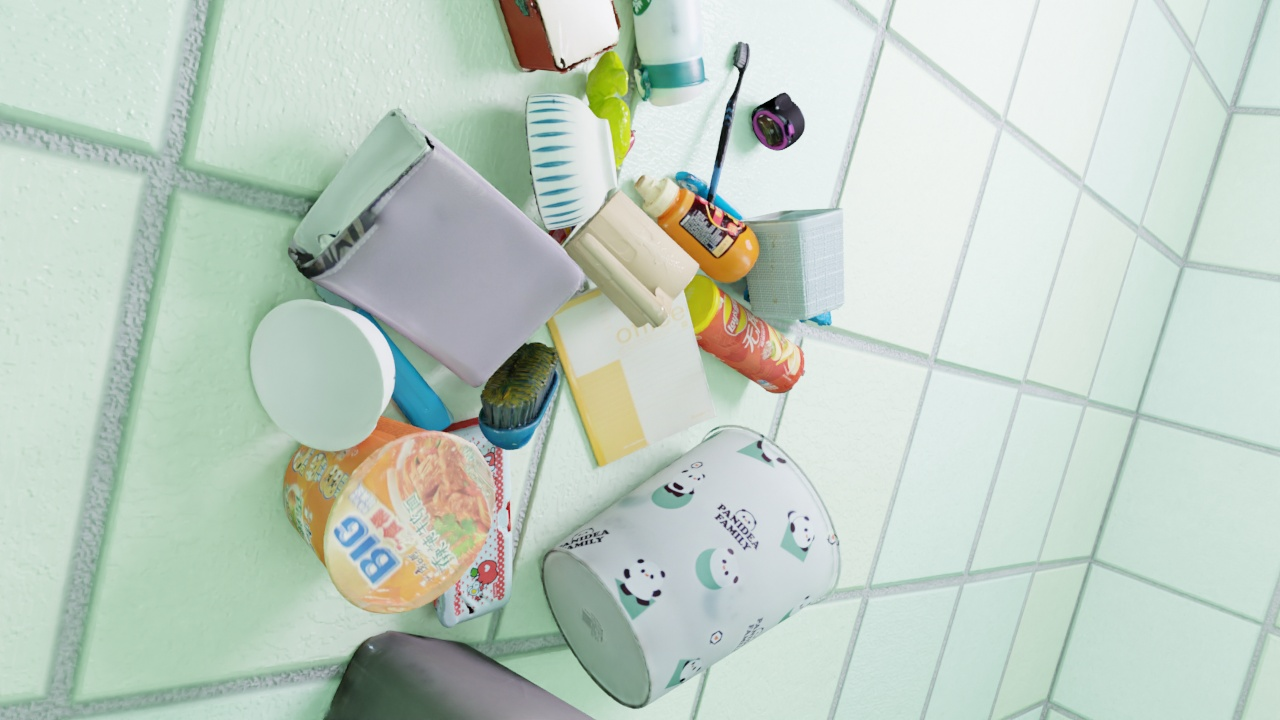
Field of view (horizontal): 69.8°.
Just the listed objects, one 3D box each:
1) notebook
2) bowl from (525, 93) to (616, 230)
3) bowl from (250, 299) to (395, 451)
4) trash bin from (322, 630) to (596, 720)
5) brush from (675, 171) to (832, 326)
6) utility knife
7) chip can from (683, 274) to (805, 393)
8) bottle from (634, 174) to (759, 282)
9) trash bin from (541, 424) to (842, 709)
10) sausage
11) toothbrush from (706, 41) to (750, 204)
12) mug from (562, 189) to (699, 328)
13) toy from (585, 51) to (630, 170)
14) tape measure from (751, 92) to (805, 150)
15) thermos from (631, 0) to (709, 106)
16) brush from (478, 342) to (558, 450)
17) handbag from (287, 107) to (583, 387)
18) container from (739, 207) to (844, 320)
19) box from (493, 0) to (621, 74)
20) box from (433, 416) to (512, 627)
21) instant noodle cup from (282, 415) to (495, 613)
[{"bbox_3d":[-0.006,0.006,0.960,0.145,0.010,0.206,-23,123,-10],"label":"notebook"},{"bbox_3d":[-0.057,-0.175,0.797,0.116,0.066,0.116,-3,87,-87],"label":"bowl"},{"bbox_3d":[-0.233,0.004,0.711,0.064,0.118,0.118,-42,137,-66],"label":"bowl"},{"bbox_3d":[-0.163,0.364,0.814,0.199,0.220,0.198,31,81,-47],"label":"trash bin"},{"bbox_3d":[0.136,-0.121,1.075,0.314,0.061,0.109,14,88,-45],"label":"brush"},{"bbox_3d":[-0.217,-0.003,0.775,0.034,0.018,0.186,-43,129,-18],"label":"utility knife"},{"bbox_3d":[0.113,-0.026,1.068,0.216,0.073,0.073,29,83,-48],"label":"chip can"},{"bbox_3d":[0.055,-0.143,0.957,0.149,0.067,0.066,35,77,-21],"label":"bottle"},{"bbox_3d":[0.048,0.224,0.988,0.251,0.230,0.230,-27,122,-31],"label":"trash bin"},{"bbox_3d":[-0.047,-0.166,0.890,0.155,0.020,0.020,-57,135,-14],"label":"sausage"},{"bbox_3d":[0.092,-0.256,0.984,0.016,0.014,0.189,22,78,-46],"label":"toothbrush"},{"bbox_3d":[-0.012,-0.088,0.842,0.103,0.124,0.084,44,110,-11],"label":"mug"},{"bbox_3d":[-0.031,-0.226,0.844,0.031,0.097,0.100,-8,81,-28],"label":"toy"},{"bbox_3d":[0.154,-0.266,1.032,0.039,0.057,0.058,-42,107,-26],"label":"tape measure"},{"bbox_3d":[0.020,-0.354,0.858,0.073,0.073,0.224,-29,123,-36],"label":"thermos"},{"bbox_3d":[-0.109,0.038,0.834,0.143,0.055,0.074,-75,171,-65],"label":"brush"},{"bbox_3d":[-0.162,-0.084,0.743,0.145,0.098,0.197,-50,137,1],"label":"handbag"},{"bbox_3d":[0.170,-0.107,1.015,0.090,0.090,0.111,-19,108,-41],"label":"container"},{"bbox_3d":[-0.074,-0.332,0.760,0.091,0.077,0.168,-38,129,-30],"label":"box"},{"bbox_3d":[-0.162,0.155,0.867,0.086,0.047,0.201,-16,116,-41],"label":"box"},{"bbox_3d":[-0.212,0.114,0.752,0.151,0.111,0.151,-18,116,-41],"label":"instant noodle cup"}]
